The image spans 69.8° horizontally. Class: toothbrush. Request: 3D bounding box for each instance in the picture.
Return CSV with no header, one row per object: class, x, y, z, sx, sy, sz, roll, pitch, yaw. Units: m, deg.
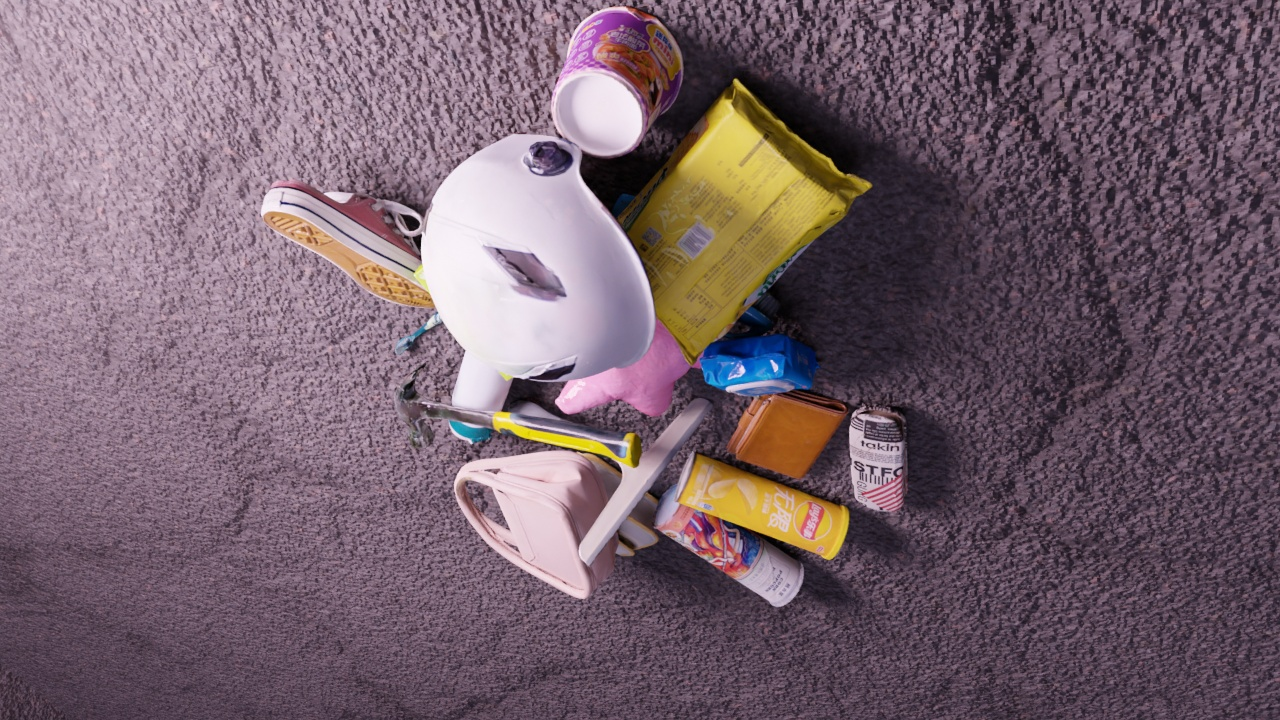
toothbrush,-0.244,-0.050,1.109,0.192,0.018,0.016,-30,118,37

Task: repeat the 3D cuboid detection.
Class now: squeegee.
squeegee,-0.080,0.090,1.116,0.247,0.246,0.039,23,152,35

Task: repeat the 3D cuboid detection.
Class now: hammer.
hammer,-0.151,0.074,1.078,0.324,0.031,0.126,9,131,23

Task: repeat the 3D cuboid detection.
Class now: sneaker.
sneaker,-0.293,-0.137,0.999,0.118,0.087,0.241,-5,153,37

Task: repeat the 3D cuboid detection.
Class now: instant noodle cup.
instant noodle cup,-0.026,-0.238,0.808,0.111,0.099,0.112,10,134,11

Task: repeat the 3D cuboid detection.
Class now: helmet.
helmet,-0.111,-0.078,0.826,0.145,0.258,0.229,-25,133,-21

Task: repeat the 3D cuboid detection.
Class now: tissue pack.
tissue pack,0.130,0.008,0.977,0.095,0.052,0.157,-7,170,24

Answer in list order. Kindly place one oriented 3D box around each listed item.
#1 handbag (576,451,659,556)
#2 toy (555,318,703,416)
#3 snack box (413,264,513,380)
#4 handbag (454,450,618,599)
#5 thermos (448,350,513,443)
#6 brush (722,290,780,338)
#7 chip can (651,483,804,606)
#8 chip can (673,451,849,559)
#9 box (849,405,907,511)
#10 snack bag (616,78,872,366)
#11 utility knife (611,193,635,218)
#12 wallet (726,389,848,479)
handbag,-0.073,0.219,1.283,0.163,0.063,0.179,38,135,-16
toy,-0.006,0.006,1.023,0.194,0.074,0.179,-22,129,-6
snack box,-0.160,-0.059,0.986,0.086,0.026,0.156,-31,111,20
handbag,-0.152,0.203,1.210,0.234,0.093,0.193,7,130,29
thermos,-0.189,0.014,1.120,0.073,0.073,0.225,23,134,-4
brush,0.074,-0.067,0.949,0.144,0.073,0.055,33,172,-12
chip can,0.119,0.249,1.239,0.214,0.071,0.071,35,132,-15
chip can,0.154,0.183,1.166,0.213,0.071,0.072,21,135,-1
box,0.279,0.122,1.075,0.074,0.064,0.164,-12,129,7
snack bag,0.071,-0.124,0.854,0.158,0.068,0.247,40,117,-5
utility knife,0.052,-0.139,0.932,0.166,0.018,0.034,14,147,3
wallet,0.166,0.084,1.092,0.119,0.035,0.131,19,135,-3
